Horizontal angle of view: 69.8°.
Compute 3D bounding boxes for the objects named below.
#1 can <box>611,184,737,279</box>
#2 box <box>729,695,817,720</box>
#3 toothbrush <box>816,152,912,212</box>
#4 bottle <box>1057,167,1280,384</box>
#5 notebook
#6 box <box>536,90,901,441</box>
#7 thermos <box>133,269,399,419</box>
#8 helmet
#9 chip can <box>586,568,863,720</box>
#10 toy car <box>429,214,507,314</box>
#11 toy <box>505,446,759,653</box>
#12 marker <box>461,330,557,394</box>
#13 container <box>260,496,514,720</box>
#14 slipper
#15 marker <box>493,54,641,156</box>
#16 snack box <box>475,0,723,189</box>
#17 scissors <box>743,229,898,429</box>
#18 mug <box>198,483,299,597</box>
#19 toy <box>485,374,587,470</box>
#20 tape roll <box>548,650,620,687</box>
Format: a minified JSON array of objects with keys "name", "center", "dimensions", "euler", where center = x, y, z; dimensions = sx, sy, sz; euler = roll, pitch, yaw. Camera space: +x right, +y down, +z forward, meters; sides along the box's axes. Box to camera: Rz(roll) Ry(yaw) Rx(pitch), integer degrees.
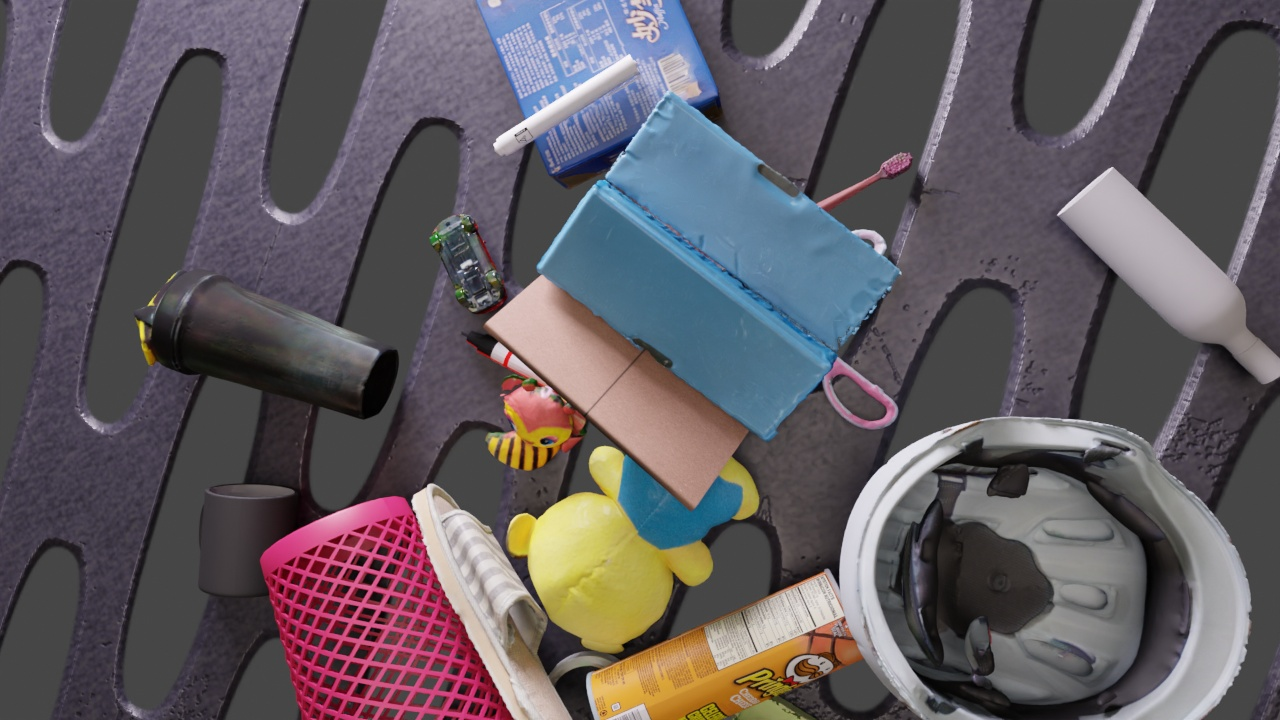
[{"name":"can","center":[0.040,-0.122,0.763],"dimensions":[0.130,0.044,0.130],"euler":[-2,82,14]},{"name":"box","center":[0.152,0.350,0.750],"dimensions":[0.188,0.090,0.078],"euler":[28,115,7]},{"name":"toothbrush","center":[0.141,-0.122,0.768],"dimensions":[0.190,0.016,0.016],"euler":[-29,86,9]},{"name":"bottle","center":[0.411,-0.060,0.702],"dimensions":[0.052,0.052,0.195],"euler":[-44,83,7]},{"name":"notebook","center":[-0.004,0.004,0.734],"dimensions":[0.209,0.141,0.008],"euler":[41,139,1]},{"name":"box","center":[0.058,-0.068,0.704],"dimensions":[0.231,0.047,0.177],"euler":[36,107,-2]},{"name":"thermos","center":[-0.332,-0.012,0.816],"dimensions":[0.221,0.098,0.098],"euler":[19,93,5]},{"name":"helmet","center":[0.274,0.162,0.671],"dimensions":[0.264,0.164,0.236],"euler":[8,83,-1]},{"name":"chip can","center":[0.069,0.246,0.741],"dimensions":[0.215,0.075,0.075],"euler":[-25,86,4]},{"name":"toy car","center":[-0.150,-0.086,0.810],"dimensions":[0.042,0.036,0.091],"euler":[-29,86,9]},{"name":"toy","center":[-0.010,0.139,0.762],"dimensions":[0.149,0.084,0.214],"euler":[45,96,11]},{"name":"marker","center":[-0.097,0.007,0.809],"dimensions":[0.145,0.019,0.019],"euler":[27,94,9]},{"name":"container","center":[-0.212,0.242,0.760],"dimensions":[0.183,0.183,0.225],"euler":[-29,78,9]},{"name":"slipper","center":[-0.107,0.215,0.748],"dimensions":[0.054,0.114,0.272],"euler":[-30,69,-6]},{"name":"marker","center":[-0.060,-0.201,0.734],"dimensions":[0.134,0.017,0.020],"euler":[-29,123,10]},{"name":"snack box","center":[-0.040,-0.272,0.774],"dimensions":[0.155,0.069,0.202],"euler":[-24,87,10]},{"name":"scissors","center":[0.159,-0.024,0.761],"dimensions":[0.170,0.013,0.172],"euler":[40,92,6]},{"name":"mug","center":[-0.365,0.159,0.835],"dimensions":[0.114,0.078,0.088],"euler":[5,91,37]},{"name":"toy","center":[-0.089,0.055,0.786],"dimensions":[0.084,0.046,0.104],"euler":[24,129,-16]},{"name":"tape roll","center":[-0.043,0.303,0.800],"dimensions":[0.094,0.018,0.094],"euler":[0,89,10]}]
